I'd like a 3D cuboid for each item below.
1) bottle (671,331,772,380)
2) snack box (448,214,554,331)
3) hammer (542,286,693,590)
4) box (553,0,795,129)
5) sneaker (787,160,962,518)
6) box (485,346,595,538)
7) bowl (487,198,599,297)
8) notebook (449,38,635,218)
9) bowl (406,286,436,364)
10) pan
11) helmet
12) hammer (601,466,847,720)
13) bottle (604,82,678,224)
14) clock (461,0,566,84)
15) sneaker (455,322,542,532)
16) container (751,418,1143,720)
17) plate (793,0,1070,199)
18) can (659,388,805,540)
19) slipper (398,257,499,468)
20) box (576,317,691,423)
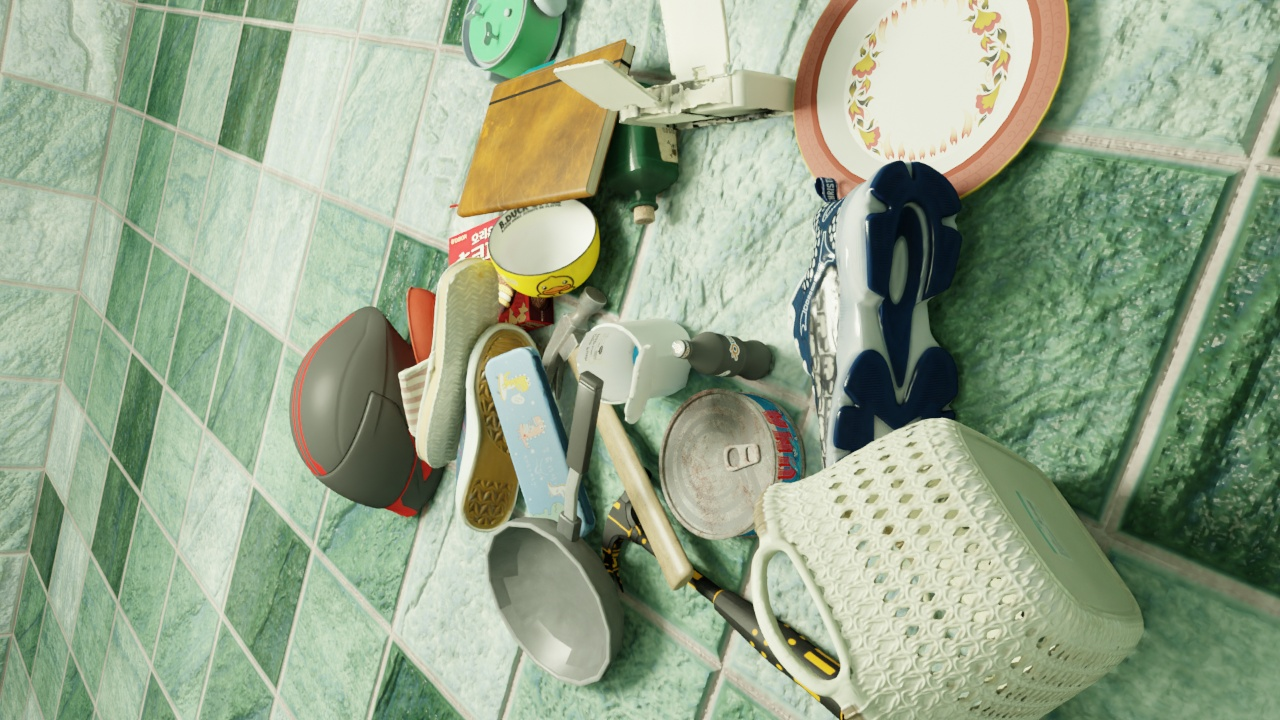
[{"bbox_3d":[0.069,-0.004,0.781,0.036,0.109,0.036,-7,79,44],"label":"bottle"},{"bbox_3d":[-0.166,-0.096,1.079,0.152,0.035,0.132,-12,76,43],"label":"snack box"},{"bbox_3d":[-0.021,0.078,0.903,0.120,0.030,0.331,-53,48,29],"label":"hammer"},{"bbox_3d":[0.039,-0.255,0.796,0.146,0.185,0.095,5,80,38],"label":"box"},{"bbox_3d":[0.164,-0.015,0.714,0.132,0.103,0.269,-162,74,-65],"label":"sneaker"},{"bbox_3d":[-0.107,0.090,0.951,0.066,0.049,0.209,-21,87,42],"label":"box"},{"bbox_3d":[-0.097,-0.112,0.977,0.117,0.068,0.117,-6,53,8],"label":"bowl"},{"bbox_3d":[-0.109,-0.243,0.968,0.250,0.014,0.178,2,74,48],"label":"notebook"},{"bbox_3d":[-0.253,-0.033,1.124,0.122,0.035,0.122,167,93,-87],"label":"bowl"},{"bbox_3d":[-0.067,0.160,0.868,0.179,0.041,0.358,32,128,30],"label":"pan"},{"bbox_3d":[-0.348,0.063,1.145,0.165,0.169,0.264,-9,78,44],"label":"helmet"},{"bbox_3d":[0.070,0.213,0.809,0.321,0.036,0.123,30,106,45],"label":"hammer"},{"bbox_3d":[0.000,-0.200,0.909,0.061,0.061,0.131,-15,74,45],"label":"bottle"},{"bbox_3d":[-0.144,-0.409,1.070,0.162,0.075,0.122,-49,54,28],"label":"clock"},{"bbox_3d":[-0.165,0.072,1.039,0.079,0.087,0.235,-155,73,-66],"label":"sneaker"},{"bbox_3d":[0.191,0.137,0.560,0.143,0.246,0.184,-41,54,23],"label":"container"},{"bbox_3d":[0.221,-0.226,0.721,0.230,0.021,0.229,-7,79,44],"label":"plate"},{"bbox_3d":[0.078,0.091,0.806,0.130,0.044,0.130,-7,79,44],"label":"can"},{"bbox_3d":[-0.215,0.002,1.028,0.052,0.114,0.263,30,123,26],"label":"slipper"},{"bbox_3d":[-0.004,0.004,0.824,0.112,0.162,0.085,25,108,30],"label":"box"}]
